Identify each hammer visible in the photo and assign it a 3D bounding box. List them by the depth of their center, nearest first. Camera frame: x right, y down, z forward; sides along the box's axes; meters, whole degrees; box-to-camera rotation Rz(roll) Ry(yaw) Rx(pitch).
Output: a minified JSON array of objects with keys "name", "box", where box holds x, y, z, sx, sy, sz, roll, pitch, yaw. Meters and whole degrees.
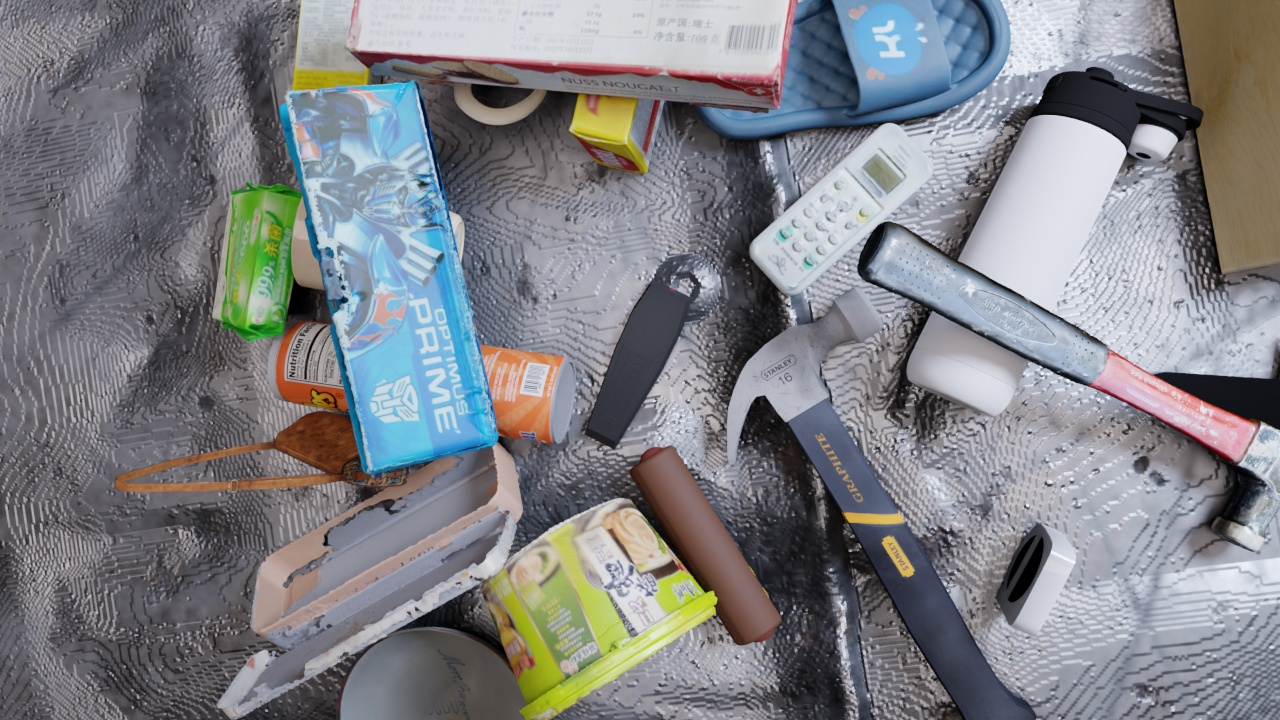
[{"name":"hammer","box":[0.281,-0.006,0.558,0.326,0.036,0.140,25,94,-11]},{"name":"hammer","box":[0.173,0.117,0.627,0.139,0.035,0.312,-32,86,10]}]

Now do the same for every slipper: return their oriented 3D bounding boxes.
[{"name":"slipper","box":[0.137,-0.210,0.619,0.214,0.059,0.103,-10,86,10]}]

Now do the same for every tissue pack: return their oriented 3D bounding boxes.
[{"name":"tissue pack","box":[-0.279,-0.074,0.669,0.100,0.034,0.114,12,94,51]}]

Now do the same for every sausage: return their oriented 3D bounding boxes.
[{"name":"sausage","box":[0.046,0.129,0.645,0.040,0.040,0.155,-33,85,8]}]

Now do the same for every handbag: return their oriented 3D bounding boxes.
[{"name":"handbag","box":[-0.247,0.062,0.611,0.094,0.195,0.043,14,99,36]}]

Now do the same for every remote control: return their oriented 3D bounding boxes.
[{"name":"remote control","box":[0.138,-0.103,0.636,0.133,0.022,0.050,-42,84,7]},{"name":"remote control","box":[-0.004,0.004,0.665,0.039,0.010,0.125,26,95,8]}]

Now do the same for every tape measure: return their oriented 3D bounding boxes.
[{"name":"tape measure","box":[0.257,0.142,0.599,0.017,0.064,0.065,25,101,8]}]

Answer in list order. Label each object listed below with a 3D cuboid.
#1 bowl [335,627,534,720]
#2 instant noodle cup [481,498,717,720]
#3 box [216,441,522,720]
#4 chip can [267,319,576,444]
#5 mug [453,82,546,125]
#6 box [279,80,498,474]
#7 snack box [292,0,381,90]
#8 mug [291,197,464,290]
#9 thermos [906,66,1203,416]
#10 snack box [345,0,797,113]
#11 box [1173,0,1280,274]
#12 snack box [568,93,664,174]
[{"name":"bowl","box":[-0.138,0.255,0.663,0.151,0.056,0.151,1,94,11]},{"name":"instant noodle cup","box":[-0.032,0.161,0.609,0.146,0.146,0.098,-34,74,7]},{"name":"box","box":[-0.181,0.146,0.630,0.216,0.157,0.063,-30,108,7]},{"name":"chip can","box":[-0.156,0.014,0.663,0.210,0.062,0.062,8,91,9]},{"name":"mug","box":[-0.097,-0.222,0.643,0.097,0.081,0.121,1,74,2]},{"name":"box","box":[-0.160,-0.054,0.586,0.091,0.066,0.243,-13,92,-7]},{"name":"snack box","box":[-0.222,-0.269,0.691,0.061,0.025,0.149,6,91,9]},{"name":"mug","box":[-0.186,-0.070,0.665,0.104,0.085,0.112,11,120,-2]},{"name":"thermos","box":[0.266,-0.072,0.596,0.101,0.068,0.230,25,93,0]},{"name":"snack box","box":[-0.045,-0.205,0.563,0.273,0.044,0.076,8,85,13]},{"name":"box","box":[0.414,-0.187,0.539,0.148,0.140,0.248,-10,89,16]},{"name":"snack box","box":[0.003,-0.236,0.622,0.042,0.092,0.200,14,92,9]}]
